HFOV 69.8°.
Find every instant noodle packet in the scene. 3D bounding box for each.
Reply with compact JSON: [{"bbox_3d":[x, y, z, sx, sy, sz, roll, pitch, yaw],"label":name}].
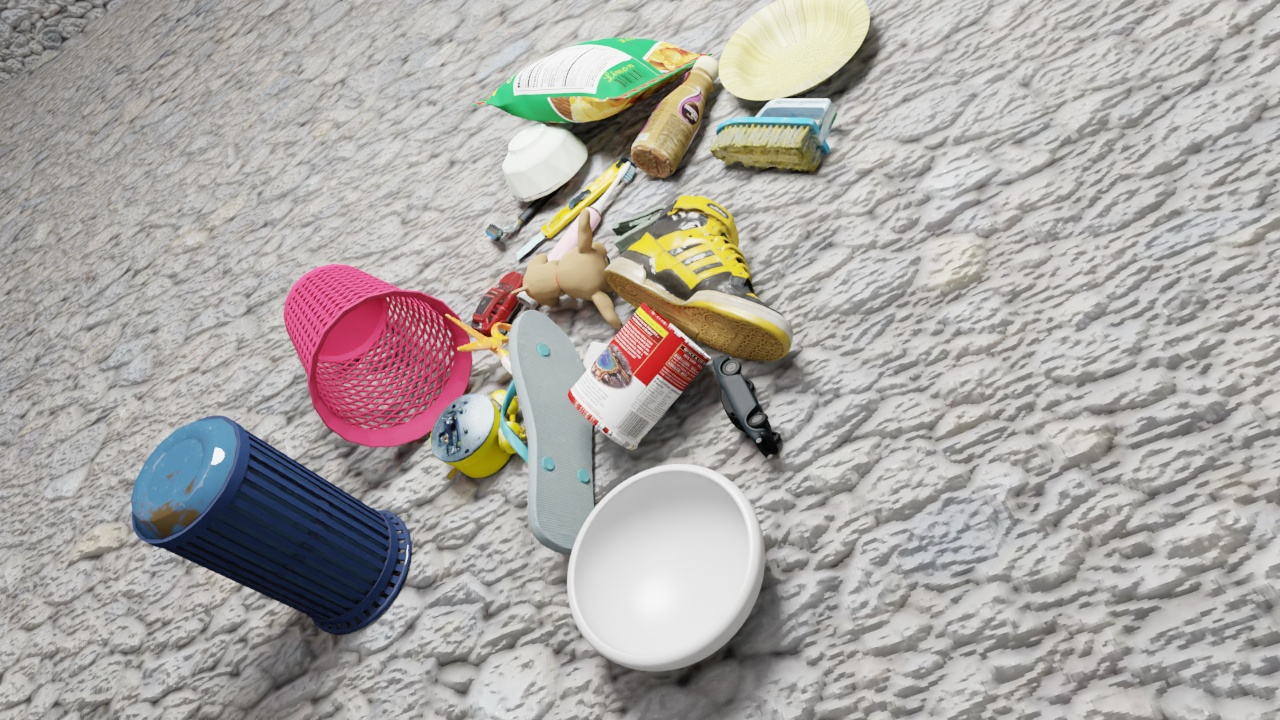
[{"bbox_3d":[-0.063,-0.363,1.188,0.253,0.090,0.195,9,35,35],"label":"instant noodle packet"}]

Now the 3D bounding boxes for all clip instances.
[{"bbox_3d":[0.002,-0.150,1.065,0.078,0.023,0.050,-9,56,29],"label":"clip"}]

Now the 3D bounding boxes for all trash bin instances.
[{"bbox_3d":[-0.360,0.163,0.906,0.139,0.249,0.139,-17,51,21],"label":"trash bin"}]

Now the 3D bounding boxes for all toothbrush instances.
[{"bbox_3d":[-0.074,-0.155,1.112,0.222,0.026,0.027,-54,28,-13],"label":"toothbrush"}]

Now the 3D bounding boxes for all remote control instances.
[{"bbox_3d":[-0.006,0.006,0.961,0.131,0.012,0.033,11,73,37],"label":"remote control"}]

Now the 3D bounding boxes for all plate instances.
[{"bbox_3d":[0.186,-0.366,1.095,0.185,0.036,0.184,-17,51,21],"label":"plate"}]

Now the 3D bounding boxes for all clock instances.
[{"bbox_3d":[-0.167,0.076,0.982,0.119,0.057,0.083,-30,47,11],"label":"clock"}]

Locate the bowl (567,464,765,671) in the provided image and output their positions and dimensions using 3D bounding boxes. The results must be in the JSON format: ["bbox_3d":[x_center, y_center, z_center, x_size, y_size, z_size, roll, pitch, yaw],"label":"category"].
[{"bbox_3d":[0.028,0.180,0.777,0.177,0.066,0.176,-17,51,21],"label":"bowl"}]

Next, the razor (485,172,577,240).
[{"bbox_3d":[-0.137,-0.202,1.191,0.144,0.022,0.043,-40,35,-7],"label":"razor"}]

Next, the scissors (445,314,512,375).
[{"bbox_3d":[-0.159,-0.013,1.020,0.128,0.125,0.011,44,114,16],"label":"scissors"}]

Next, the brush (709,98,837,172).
[{"bbox_3d":[0.145,-0.256,1.027,0.136,0.055,0.075,12,70,38],"label":"brush"}]

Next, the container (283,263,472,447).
[{"bbox_3d":[-0.331,-0.026,1.092,0.183,0.183,0.226,-49,39,-8],"label":"container"}]

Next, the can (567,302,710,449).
[{"bbox_3d":[-0.002,0.015,0.889,0.116,0.086,0.086,-50,46,5],"label":"can"}]

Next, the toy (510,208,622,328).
[{"bbox_3d":[-0.079,-0.095,1.031,0.108,0.134,0.105,-11,12,27],"label":"toy"}]

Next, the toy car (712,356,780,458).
[{"bbox_3d":[0.095,0.042,0.850,0.034,0.046,0.112,-30,46,8],"label":"toy car"}]

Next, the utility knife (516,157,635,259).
[{"bbox_3d":[-0.084,-0.190,1.154,0.191,0.018,0.030,-43,37,2],"label":"utility knife"}]

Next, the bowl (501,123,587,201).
[{"bbox_3d":[-0.132,-0.266,1.188,0.118,0.061,0.117,-23,37,18],"label":"bowl"}]

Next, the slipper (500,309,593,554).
[{"bbox_3d":[-0.093,0.073,0.928,0.055,0.098,0.268,-38,50,37],"label":"slipper"}]

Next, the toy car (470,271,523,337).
[{"bbox_3d":[-0.169,-0.069,1.106,0.042,0.036,0.091,14,61,39],"label":"toy car"}]

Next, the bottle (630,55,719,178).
[{"bbox_3d":[0.049,-0.302,1.119,0.060,0.059,0.165,13,65,38],"label":"bottle"}]

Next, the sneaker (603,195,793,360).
[{"bbox_3d":[0.080,-0.087,0.926,0.239,0.086,0.122,26,72,39],"label":"sneaker"}]
